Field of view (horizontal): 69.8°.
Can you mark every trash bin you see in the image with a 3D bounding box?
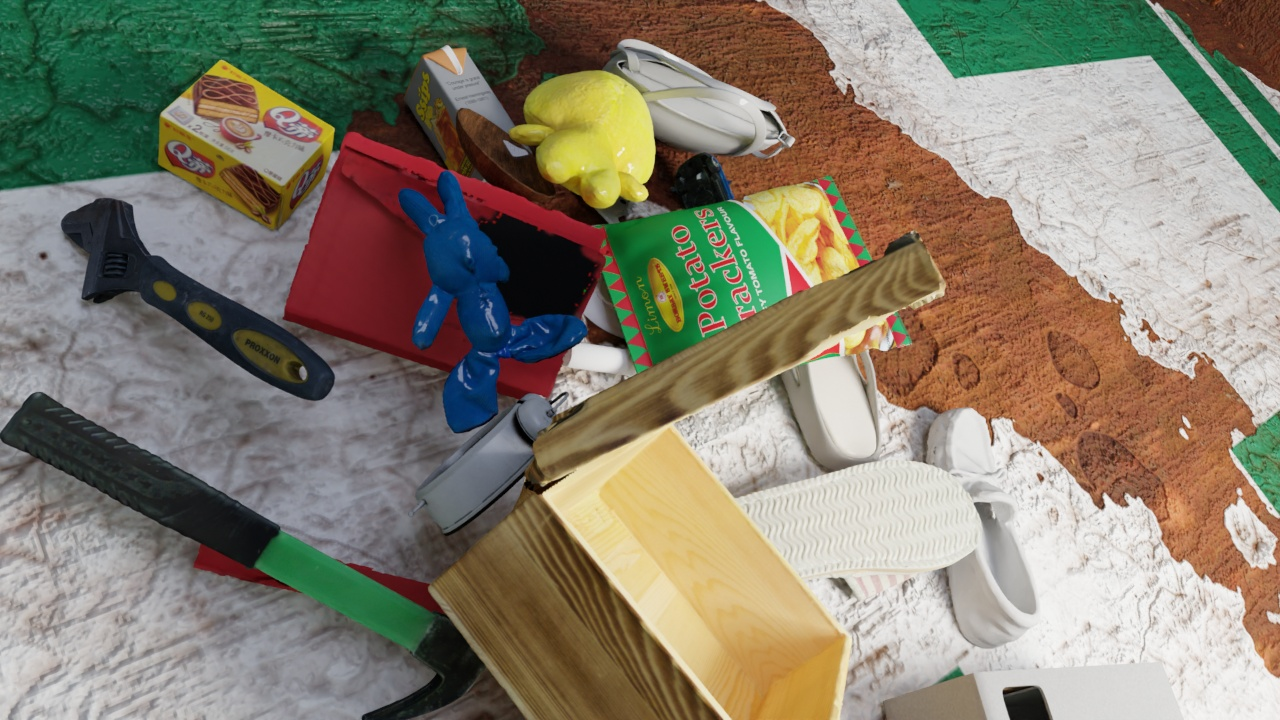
[{"bbox_3d":[0.337,0.326,0.762,0.228,0.115,0.114,7,58,-26],"label":"trash bin"}]

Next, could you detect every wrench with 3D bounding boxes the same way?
[{"bbox_3d":[-0.306,-0.041,0.620,0.273,0.022,0.073,27,89,23],"label":"wrench"}]

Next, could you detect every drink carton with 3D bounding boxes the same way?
[{"bbox_3d":[-0.161,-0.219,0.852,0.048,0.076,0.125,-27,81,-39],"label":"drink carton"}]

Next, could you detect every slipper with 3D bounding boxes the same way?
[{"bbox_3d":[0.337,0.154,0.908,0.112,0.075,0.246,28,47,-32],"label":"slipper"},{"bbox_3d":[0.184,0.156,0.825,0.262,0.052,0.115,-4,65,-19],"label":"slipper"},{"bbox_3d":[0.186,-0.019,0.917,0.112,0.081,0.265,0,62,-26],"label":"slipper"}]

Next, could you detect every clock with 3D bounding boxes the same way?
[{"bbox_3d":[-0.093,0.061,0.598,0.122,0.094,0.035,-42,97,-4],"label":"clock"}]

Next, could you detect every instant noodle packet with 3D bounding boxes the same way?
[{"bbox_3d":[0.099,-0.070,0.850,0.252,0.090,0.195,-14,66,-12],"label":"instant noodle packet"}]

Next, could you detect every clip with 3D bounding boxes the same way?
[{"bbox_3d":[-0.026,-0.164,0.914,0.052,0.058,0.102,-36,74,-24],"label":"clip"}]

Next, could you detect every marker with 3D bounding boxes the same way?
[{"bbox_3d":[-0.005,0.005,0.831,0.133,0.023,0.027,8,79,-25],"label":"marker"}]

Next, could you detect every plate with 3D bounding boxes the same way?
[{"bbox_3d":[-0.012,-0.080,0.887,0.134,0.011,0.134,14,55,-22],"label":"plate"}]

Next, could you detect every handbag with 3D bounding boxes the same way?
[{"bbox_3d":[0.069,-0.261,0.920,0.215,0.222,0.095,17,97,-21],"label":"handbag"}]

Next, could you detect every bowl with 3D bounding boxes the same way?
[{"bbox_3d":[-0.119,-0.166,0.772,0.102,0.026,0.114,31,22,-35],"label":"bowl"}]

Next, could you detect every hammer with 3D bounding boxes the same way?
[{"bbox_3d":[-0.232,0.118,0.571,0.318,0.032,0.130,35,76,-16],"label":"hammer"}]

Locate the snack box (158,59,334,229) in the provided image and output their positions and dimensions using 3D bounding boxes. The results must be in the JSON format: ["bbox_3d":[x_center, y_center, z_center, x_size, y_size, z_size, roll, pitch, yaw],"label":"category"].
[{"bbox_3d":[-0.316,-0.172,0.739,0.105,0.061,0.083,31,51,-10],"label":"snack box"}]

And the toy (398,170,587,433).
[{"bbox_3d":[-0.108,-0.049,0.627,0.112,0.071,0.176,-22,91,-13],"label":"toy"}]

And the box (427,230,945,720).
[{"bbox_3d":[0.084,0.073,0.580,0.286,0.335,0.278,48,17,7],"label":"box"}]

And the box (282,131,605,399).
[{"bbox_3d":[-0.160,-0.074,0.752,0.213,0.165,0.153,19,9,-18],"label":"box"}]

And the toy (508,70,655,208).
[{"bbox_3d":[-0.045,-0.198,0.826,0.134,0.092,0.207,30,38,-14],"label":"toy"}]

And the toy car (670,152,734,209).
[{"bbox_3d":[0.076,-0.159,0.963,0.043,0.056,0.120,2,63,-55],"label":"toy car"}]
